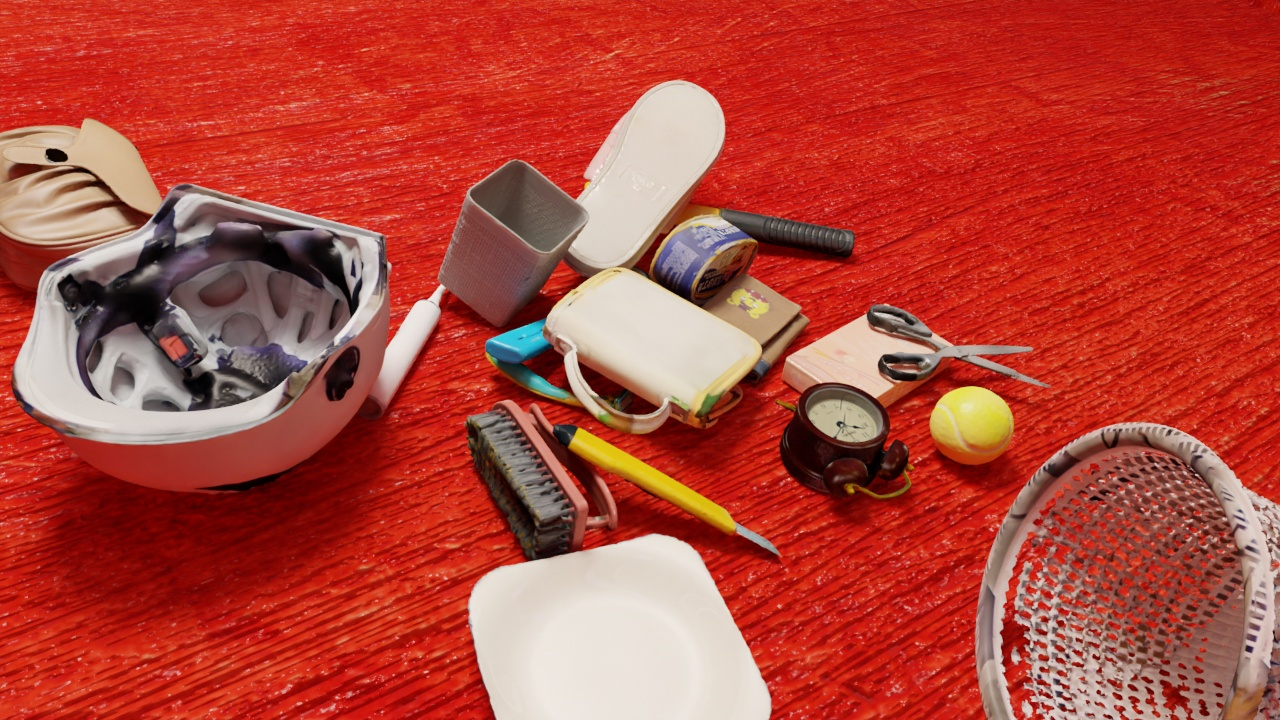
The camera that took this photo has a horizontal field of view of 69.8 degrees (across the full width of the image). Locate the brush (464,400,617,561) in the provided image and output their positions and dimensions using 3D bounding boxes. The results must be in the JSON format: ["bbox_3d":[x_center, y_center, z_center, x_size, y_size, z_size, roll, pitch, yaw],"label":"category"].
[{"bbox_3d":[-0.075,0.081,0.675,0.069,0.063,0.146,-12,41,-29],"label":"brush"}]

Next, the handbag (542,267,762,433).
[{"bbox_3d":[-0.005,0.004,0.761,0.163,0.063,0.178,30,35,17],"label":"handbag"}]

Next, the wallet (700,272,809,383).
[{"bbox_3d":[0.101,-0.033,0.864,0.090,0.033,0.115,34,42,15],"label":"wallet"}]

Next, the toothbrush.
[{"bbox_3d":[-0.199,-0.028,0.815,0.026,0.027,0.220,42,34,-20],"label":"toothbrush"}]

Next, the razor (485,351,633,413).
[{"bbox_3d":[-0.072,0.019,0.777,0.132,0.028,0.043,19,21,10],"label":"razor"}]

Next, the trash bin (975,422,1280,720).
[{"bbox_3d":[0.345,0.169,0.539,0.192,0.228,0.227,17,38,-10],"label":"trash bin"}]

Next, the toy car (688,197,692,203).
[{"bbox_3d":[0.003,-0.208,1.060,0.120,0.045,0.052,21,39,19],"label":"toy car"}]

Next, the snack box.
[{"bbox_3d":[0.213,0.002,0.850,0.156,0.026,0.084,-26,50,-34],"label":"snack box"}]

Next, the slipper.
[{"bbox_3d":[0.002,-0.184,0.942,0.114,0.055,0.273,29,62,2],"label":"slipper"}]

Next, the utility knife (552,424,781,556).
[{"bbox_3d":[0.019,0.097,0.673,0.192,0.015,0.033,29,15,-1],"label":"utility knife"}]

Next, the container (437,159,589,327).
[{"bbox_3d":[-0.120,-0.102,0.838,0.090,0.115,0.090,38,43,2],"label":"container"}]

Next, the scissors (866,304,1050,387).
[{"bbox_3d":[0.286,-0.008,0.848,0.178,0.014,0.159,-20,51,-34],"label":"scissors"}]

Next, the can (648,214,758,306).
[{"bbox_3d":[0.064,-0.098,0.890,0.049,0.075,0.147,35,24,16],"label":"can"}]

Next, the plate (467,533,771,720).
[{"bbox_3d":[-0.017,0.189,0.572,0.164,0.034,0.163,-8,41,-20],"label":"plate"}]

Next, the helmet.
[{"bbox_3d":[-0.299,0.002,0.667,0.229,0.146,0.257,11,47,6],"label":"helmet"}]

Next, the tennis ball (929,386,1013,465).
[{"bbox_3d":[0.276,0.054,0.765,0.065,0.066,0.065,5,39,-4],"label":"tennis ball"}]

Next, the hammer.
[{"bbox_3d":[0.085,-0.152,0.993,0.300,0.033,0.128,10,66,-7],"label":"hammer"}]

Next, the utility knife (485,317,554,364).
[{"bbox_3d":[-0.078,-0.028,0.821,0.034,0.018,0.161,26,27,20],"label":"utility knife"}]

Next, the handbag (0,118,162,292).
[{"bbox_3d":[-0.529,-0.153,0.854,0.147,0.100,0.204,-17,48,-32],"label":"handbag"}]

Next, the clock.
[{"bbox_3d":[0.165,0.069,0.736,0.082,0.055,0.122,-15,46,-27],"label":"clock"}]

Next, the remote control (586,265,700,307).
[{"bbox_3d":[-0.002,-0.066,0.896,0.136,0.024,0.053,32,43,20],"label":"remote control"}]
